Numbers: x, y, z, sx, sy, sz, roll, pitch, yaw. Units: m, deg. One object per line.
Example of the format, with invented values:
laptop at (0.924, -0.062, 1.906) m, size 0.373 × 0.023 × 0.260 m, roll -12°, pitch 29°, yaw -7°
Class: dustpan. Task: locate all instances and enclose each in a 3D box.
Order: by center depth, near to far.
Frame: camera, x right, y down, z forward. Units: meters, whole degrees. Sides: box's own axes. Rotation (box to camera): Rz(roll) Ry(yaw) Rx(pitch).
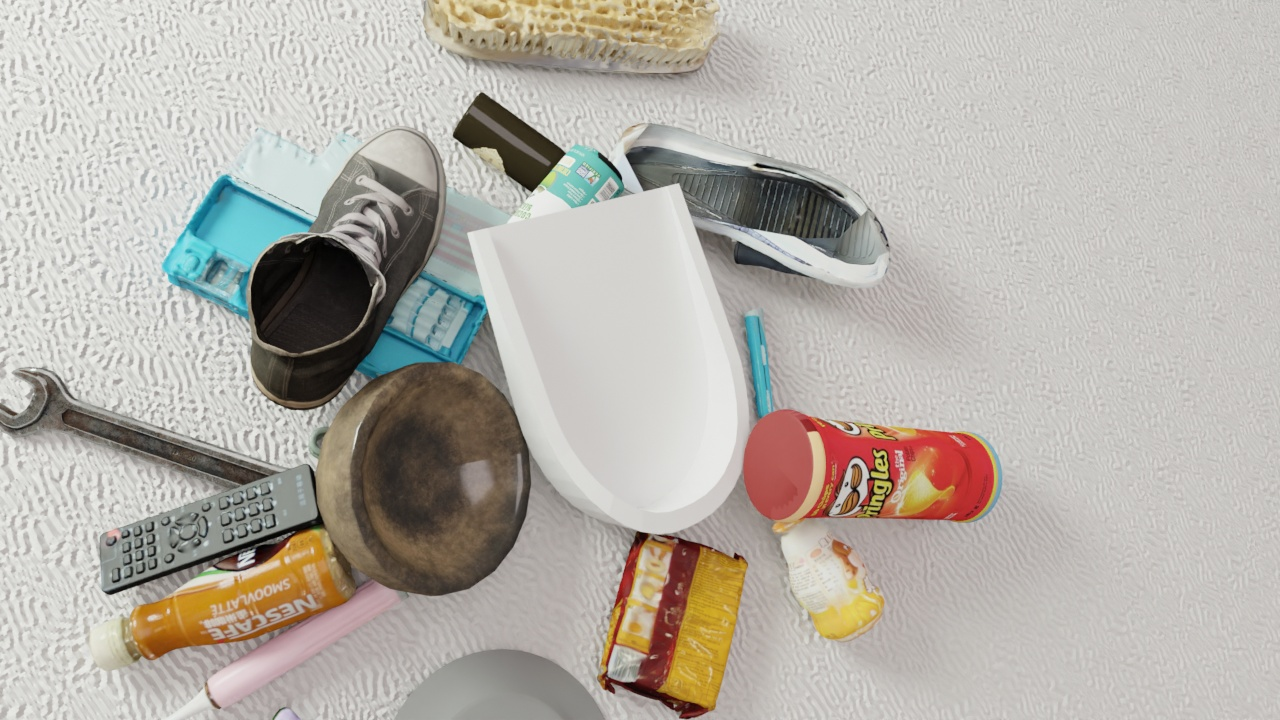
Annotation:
dustpan at (-0.004, 0.004, 0.714) m, size 0.191 × 0.053 × 0.258 m, roll -20°, pitch 101°, yaw -32°

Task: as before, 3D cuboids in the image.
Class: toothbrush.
toothbrush at (-0.267, 0.214, 0.640) m, size 0.222 × 0.027 × 0.026 m, roll -29°, pitch 53°, yaw -22°

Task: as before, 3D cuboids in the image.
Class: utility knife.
utility knife at (0.109, 0.021, 0.813) m, size 0.022 × 0.015 × 0.140 m, roll 3°, pitch 75°, yaw -43°

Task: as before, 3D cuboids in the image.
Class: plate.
plate at (-0.097, 0.297, 0.654) m, size 0.178 × 0.012 × 0.178 m, roll 12°, pitch 60°, yaw -21°

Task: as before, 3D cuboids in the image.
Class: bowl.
bowl at (-0.159, 0.084, 0.655) m, size 0.162 × 0.070 × 0.162 m, roll 12°, pitch 74°, yaw -50°

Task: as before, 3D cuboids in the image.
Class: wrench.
wrench at (-0.321, 0.069, 0.657) m, size 0.273 × 0.010 × 0.070 m, roll 21°, pitch 100°, yaw -9°

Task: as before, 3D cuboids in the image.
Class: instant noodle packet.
instant noodle packet at (0.025, 0.207, 0.725) m, size 0.098 × 0.040 × 0.135 m, roll 20°, pitch 69°, yaw -10°

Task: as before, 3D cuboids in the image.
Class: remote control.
remote control at (-0.298, 0.119, 0.641) m, size 0.150 × 0.022 × 0.047 m, roll -18°, pitch 59°, yaw -6°

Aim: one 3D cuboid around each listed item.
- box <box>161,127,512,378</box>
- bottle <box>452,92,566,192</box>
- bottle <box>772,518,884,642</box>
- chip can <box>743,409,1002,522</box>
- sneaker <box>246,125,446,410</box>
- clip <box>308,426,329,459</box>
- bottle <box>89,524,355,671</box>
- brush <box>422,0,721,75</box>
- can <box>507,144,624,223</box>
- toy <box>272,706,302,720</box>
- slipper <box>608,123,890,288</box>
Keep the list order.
box at (-0.223, -0.091, 0.728) m, size 0.226 × 0.039 × 0.181 m, roll 26°, pitch 69°, yaw -9°
bottle at (-0.071, -0.157, 0.789) m, size 0.184 × 0.045 × 0.045 m, roll 34°, pitch 69°, yaw -14°
bottle at (0.152, 0.175, 0.759) m, size 0.063 × 0.063 × 0.109 m, roll -32°, pitch 86°, yaw -22°
chip can at (0.194, 0.091, 0.756) m, size 0.213 × 0.087 × 0.087 m, roll 7°, pitch 73°, yaw -31°
sneaker at (-0.203, -0.085, 0.652) m, size 0.095 × 0.120 × 0.234 m, roll 31°, pitch 67°, yaw -9°
clip at (-0.218, 0.079, 0.691) m, size 0.075 × 0.037 × 0.023 m, roll 41°, pitch 66°, yaw -9°
bottle at (-0.286, 0.167, 0.631) m, size 0.167 × 0.059 × 0.059 m, roll -20°, pitch 82°, yaw -12°
brush at (-0.059, -0.309, 0.825) m, size 0.271 × 0.057 × 0.083 m, roll 0°, pitch 75°, yaw -17°
can at (-0.062, -0.123, 0.744) m, size 0.055 × 0.055 × 0.101 m, roll 40°, pitch 85°, yaw -4°
toy at (-0.220, 0.280, 0.620) m, size 0.100 × 0.036 × 0.080 m, roll 31°, pitch 78°, yaw 20°
slipper at (0.096, -0.132, 0.825) m, size 0.264 × 0.063 × 0.111 m, roll 20°, pitch 61°, yaw -2°
